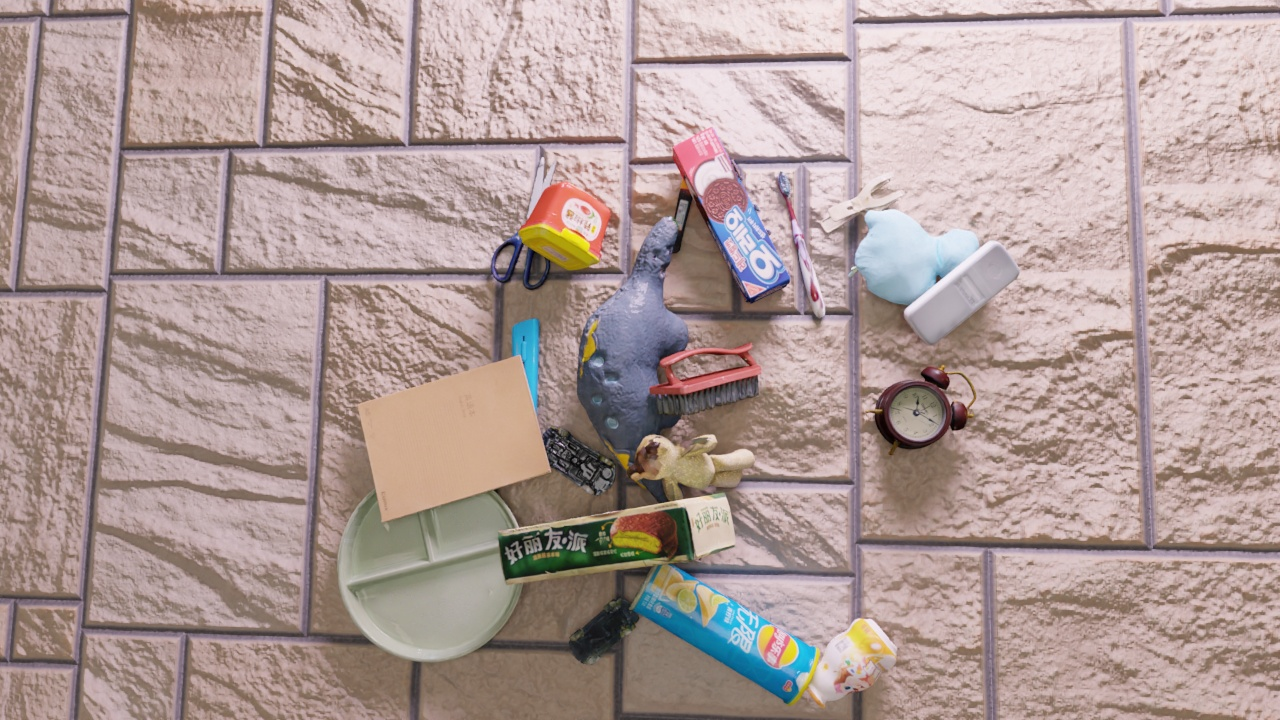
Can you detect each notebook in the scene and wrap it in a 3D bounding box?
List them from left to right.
[{"bbox_3d":[-0.226,0.093,1.103,0.211,0.012,0.149,-17,78,3],"label":"notebook"}]

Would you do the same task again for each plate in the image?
[{"bbox_3d":[-0.250,0.243,1.104,0.230,0.027,0.230,-1,84,6],"label":"plate"}]

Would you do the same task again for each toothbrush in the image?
[{"bbox_3d":[0.195,-0.141,1.112,0.016,0.017,0.187,-14,82,4],"label":"toothbrush"}]

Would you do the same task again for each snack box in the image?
[{"bbox_3d":[-0.088,-0.162,1.102,0.091,0.082,0.080,29,73,-30],"label":"snack box"},{"bbox_3d":[-0.028,0.196,1.005,0.241,0.114,0.063,-15,80,27],"label":"snack box"},{"bbox_3d":[0.108,-0.171,1.095,0.058,0.057,0.207,-27,88,1],"label":"snack box"}]

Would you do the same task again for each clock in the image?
[{"bbox_3d":[0.327,0.056,1.059,0.122,0.055,0.082,-28,82,4],"label":"clock"}]

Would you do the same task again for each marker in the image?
[{"bbox_3d":[0.053,-0.192,1.132,0.018,0.015,0.124,13,88,4],"label":"marker"}]

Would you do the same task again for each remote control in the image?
[{"bbox_3d":[0.370,-0.078,1.059,0.136,0.020,0.056,-41,106,8],"label":"remote control"}]

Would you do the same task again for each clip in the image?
[{"bbox_3d":[0.265,-0.187,1.101,0.100,0.070,0.034,-30,83,-6],"label":"clip"}]

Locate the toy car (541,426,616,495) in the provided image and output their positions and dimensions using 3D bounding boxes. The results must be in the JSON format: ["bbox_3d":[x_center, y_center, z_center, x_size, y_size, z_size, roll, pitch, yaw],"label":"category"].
[{"bbox_3d":[-0.075,0.120,1.099,0.105,0.031,0.049,32,91,13],"label":"toy car"}]

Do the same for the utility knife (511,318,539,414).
[{"bbox_3d":[-0.140,0.029,1.123,0.034,0.018,0.161,-1,85,4],"label":"utility knife"}]

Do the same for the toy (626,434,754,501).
[{"bbox_3d":[0.061,0.116,1.043,0.105,0.157,0.066,-56,40,33],"label":"toy"}]

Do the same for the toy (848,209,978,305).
[{"bbox_3d":[0.326,-0.113,1.081,0.156,0.050,0.161,-24,95,-2],"label":"toy"}]

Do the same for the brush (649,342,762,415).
[{"bbox_3d":[0.083,0.018,1.056,0.145,0.063,0.069,-12,96,-37],"label":"brush"}]

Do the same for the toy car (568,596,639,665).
[{"bbox_3d":[-0.043,0.316,1.074,0.090,0.034,0.043,-42,85,-1],"label":"toy car"}]

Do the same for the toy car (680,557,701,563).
[{"bbox_3d":[0.031,0.212,1.075,0.090,0.042,0.035,23,84,7],"label":"toy car"}]

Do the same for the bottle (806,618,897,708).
[{"bbox_3d":[0.234,0.343,1.033,0.108,0.063,0.063,-41,82,0],"label":"bottle"}]

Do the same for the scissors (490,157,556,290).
[{"bbox_3d":[-0.126,-0.169,1.146,0.126,0.012,0.173,41,88,10],"label":"scissors"}]

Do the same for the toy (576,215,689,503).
[{"bbox_3d":[-0.006,0.006,1.077,0.137,0.091,0.356,2,88,-12],"label":"toy"}]

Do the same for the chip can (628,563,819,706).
[{"bbox_3d":[0.094,0.305,1.041,0.210,0.071,0.071,29,87,6],"label":"chip can"}]
